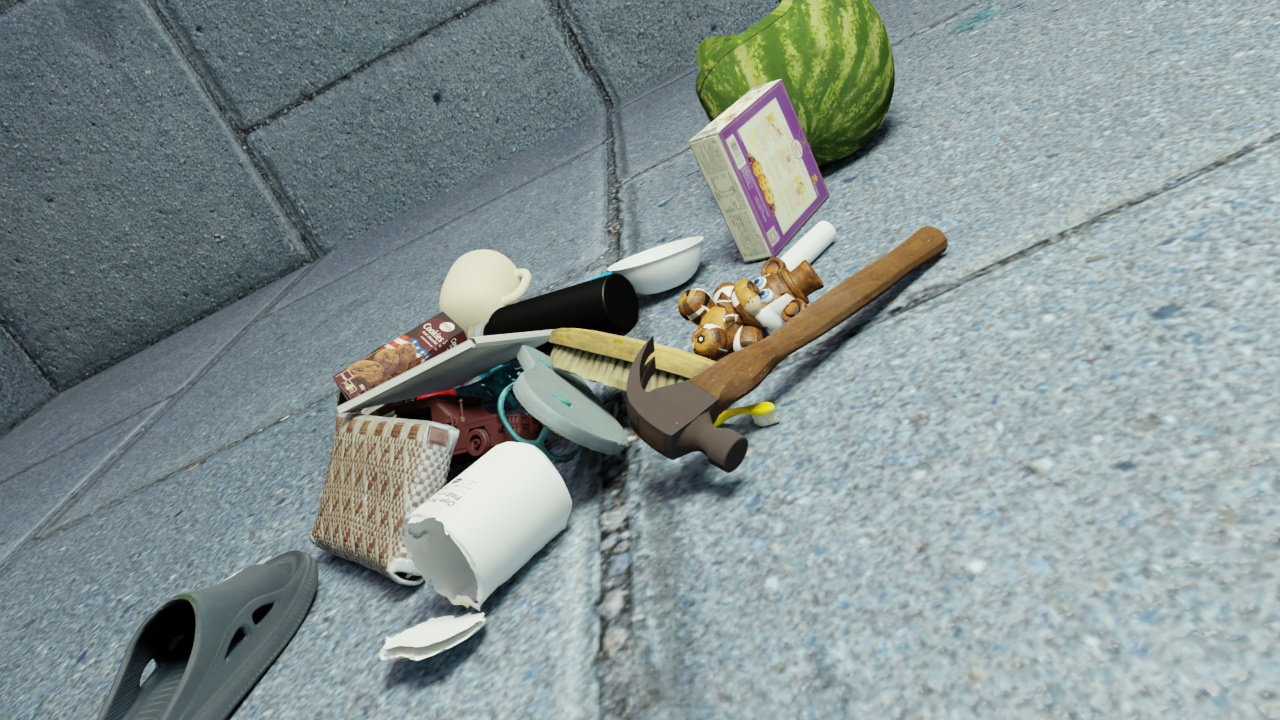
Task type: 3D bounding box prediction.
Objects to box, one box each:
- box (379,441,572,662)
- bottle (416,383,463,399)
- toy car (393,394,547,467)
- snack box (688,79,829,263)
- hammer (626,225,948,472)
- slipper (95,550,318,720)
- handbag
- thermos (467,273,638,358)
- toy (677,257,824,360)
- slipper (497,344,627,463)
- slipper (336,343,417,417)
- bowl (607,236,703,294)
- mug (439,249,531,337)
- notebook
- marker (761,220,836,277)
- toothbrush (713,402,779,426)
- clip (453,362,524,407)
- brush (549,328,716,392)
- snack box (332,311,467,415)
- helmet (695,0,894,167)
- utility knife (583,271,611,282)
[{"bbox_3d":[-0.117,0.130,0.615,0.083,0.092,0.165,-2,24,42],"label":"box"},{"bbox_3d":[-0.223,0.041,1.005,0.036,0.036,0.118,-23,22,15],"label":"bottle"},{"bbox_3d":[-0.168,0.064,0.815,0.170,0.061,0.070,-15,-12,32],"label":"toy car"},{"bbox_3d":[0.130,-0.201,0.970,0.041,0.143,0.147,-7,29,43],"label":"snack box"},{"bbox_3d":[0.123,-0.026,0.683,0.322,0.033,0.115,-32,46,-29],"label":"hammer"},{"bbox_3d":[-0.343,0.223,0.675,0.111,0.083,0.267,-21,23,23],"label":"slipper"},{"bbox_3d":[-0.212,0.108,0.755,0.186,0.047,0.124,0,77,51],"label":"handbag"},{"bbox_3d":[-0.111,-0.040,1.016,0.232,0.061,0.061,-13,26,35],"label":"thermos"},{"bbox_3d":[0.095,-0.045,0.766,0.113,0.067,0.087,-35,43,18],"label":"toy"},{"bbox_3d":[-0.069,0.043,0.762,0.055,0.098,0.268,-59,11,5],"label":"slipper"},{"bbox_3d":[-0.307,0.021,1.100,0.113,0.076,0.267,-28,21,-1],"label":"slipper"},{"bbox_3d":[0.022,-0.098,1.003,0.110,0.040,0.110,-18,13,4],"label":"bowl"},{"bbox_3d":[-0.195,-0.079,1.165,0.120,0.096,0.099,-16,35,19],"label":"mug"},{"bbox_3d":[-0.171,0.006,0.870,0.143,0.009,0.209,-25,-3,15],"label":"notebook"},{"bbox_3d":[0.143,-0.089,0.864,0.027,0.023,0.132,21,49,36],"label":"marker"},{"bbox_3d":[0.048,0.045,0.690,0.136,0.016,0.021,-9,30,45],"label":"toothbrush"},{"bbox_3d":[-0.161,0.032,0.967,0.113,0.028,0.127,-37,23,-26],"label":"clip"},{"bbox_3d":[-0.004,0.004,0.752,0.196,0.043,0.059,14,2,41],"label":"brush"},{"bbox_3d":[-0.261,0.003,1.011,0.140,0.032,0.051,-34,45,-20],"label":"snack box"},{"bbox_3d":[0.188,-0.347,1.108,0.214,0.243,0.246,-47,29,51],"label":"helmet"},{"bbox_3d":[-0.044,-0.100,1.135,0.206,0.015,0.031,-18,22,16],"label":"utility knife"}]
